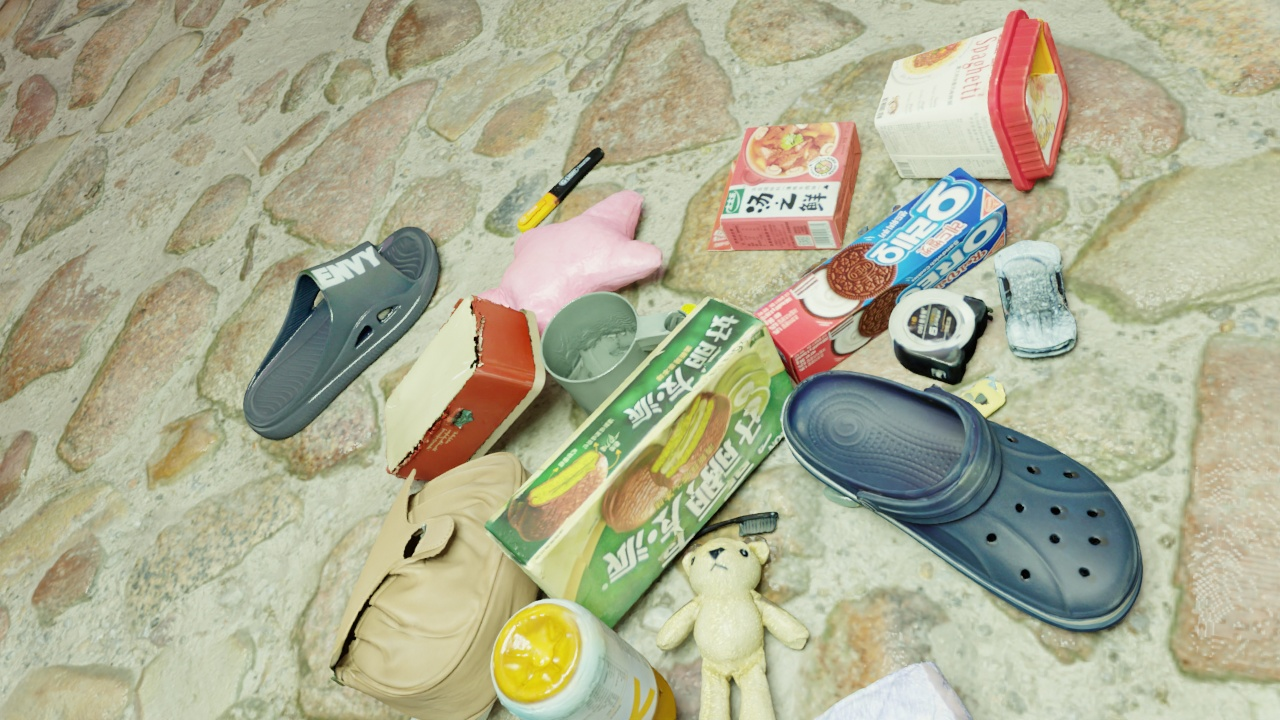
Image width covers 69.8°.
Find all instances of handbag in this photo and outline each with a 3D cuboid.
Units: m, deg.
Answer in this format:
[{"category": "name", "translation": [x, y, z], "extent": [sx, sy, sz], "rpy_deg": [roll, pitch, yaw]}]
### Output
[{"category": "handbag", "translation": [-0.151, 0.163, 0.697], "extent": [0.148, 0.100, 0.204], "rpy_deg": [-12, 42, 25]}, {"category": "handbag", "translation": [0.158, 0.282, 0.502], "extent": [0.134, 0.075, 0.193], "rpy_deg": [-31, 52, 3]}]

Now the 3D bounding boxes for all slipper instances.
[{"category": "slipper", "translation": [0.205, 0.071, 0.601], "extent": [0.253, 0.095, 0.105], "rpy_deg": [30, 77, 31]}, {"category": "slipper", "translation": [-0.312, -0.040, 0.930], "extent": [0.111, 0.083, 0.268], "rpy_deg": [32, 77, 35]}]

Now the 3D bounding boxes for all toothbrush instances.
[{"category": "toothbrush", "translation": [0.015, 0.143, 0.700], "extent": [0.189, 0.014, 0.016], "rpy_deg": [-17, 66, 15]}]

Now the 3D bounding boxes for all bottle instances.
[{"category": "bottle", "translation": [-0.023, 0.205, 0.563], "extent": [0.068, 0.189, 0.067], "rpy_deg": [-12, 53, 17]}]

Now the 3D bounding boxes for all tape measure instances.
[{"category": "tape measure", "translation": [0.224, -0.021, 0.699], "extent": [0.066, 0.033, 0.065], "rpy_deg": [23, 69, 32]}]

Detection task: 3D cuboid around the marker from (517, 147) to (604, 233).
[{"category": "marker", "translation": [-0.083, -0.179, 0.956], "extent": [0.018, 0.015, 0.123], "rpy_deg": [36, 76, 33]}]

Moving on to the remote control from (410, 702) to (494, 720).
[{"category": "remote control", "translation": [-0.157, 0.297, 0.673], "extent": [0.056, 0.020, 0.135], "rpy_deg": [12, 65, 32]}]

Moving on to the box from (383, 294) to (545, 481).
[{"category": "box", "translation": [-0.158, 0.025, 0.766], "extent": [0.169, 0.079, 0.091], "rpy_deg": [-45, 43, 35]}]

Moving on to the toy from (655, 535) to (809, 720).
[{"category": "toy", "translation": [0.059, 0.189, 0.614], "extent": [0.105, 0.066, 0.157], "rpy_deg": [-11, 48, 12]}]

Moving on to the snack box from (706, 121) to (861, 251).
[{"category": "snack box", "translation": [0.125, -0.156, 0.826], "extent": [0.127, 0.044, 0.113], "rpy_deg": [2, 60, 26]}]

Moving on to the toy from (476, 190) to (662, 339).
[{"category": "toy", "translation": [-0.068, -0.092, 0.857], "extent": [0.194, 0.074, 0.178], "rpy_deg": [-40, 41, -8]}]

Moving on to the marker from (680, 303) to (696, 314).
[{"category": "marker", "translation": [0.076, -0.014, 0.774], "extent": [0.018, 0.015, 0.124], "rpy_deg": [-46, 53, -4]}]

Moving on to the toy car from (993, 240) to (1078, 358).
[{"category": "toy car", "translation": [0.294, -0.050, 0.687], "extent": [0.049, 0.031, 0.105], "rpy_deg": [-9, 55, 19]}]

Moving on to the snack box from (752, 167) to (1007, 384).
[{"category": "snack box", "translation": [0.191, -0.067, 0.729], "extent": [0.207, 0.057, 0.058], "rpy_deg": [-35, 54, -1]}]

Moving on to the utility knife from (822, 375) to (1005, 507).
[{"category": "utility knife", "translation": [0.201, 0.061, 0.670], "extent": [0.151, 0.018, 0.031], "rpy_deg": [-33, 57, -4]}]

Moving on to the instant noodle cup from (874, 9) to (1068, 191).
[{"category": "instant noodle cup", "translation": [0.271, -0.207, 0.756], "extent": [0.124, 0.116, 0.116], "rpy_deg": [2, 59, 39]}]

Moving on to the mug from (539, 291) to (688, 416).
[{"category": "mug", "translation": [-0.004, 0.004, 0.742], "extent": [0.124, 0.103, 0.083], "rpy_deg": [-7, 56, 19]}]

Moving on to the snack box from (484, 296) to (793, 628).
[{"category": "snack box", "translation": [0.010, 0.076, 0.668], "extent": [0.239, 0.114, 0.063], "rpy_deg": [-45, 46, -15]}]
